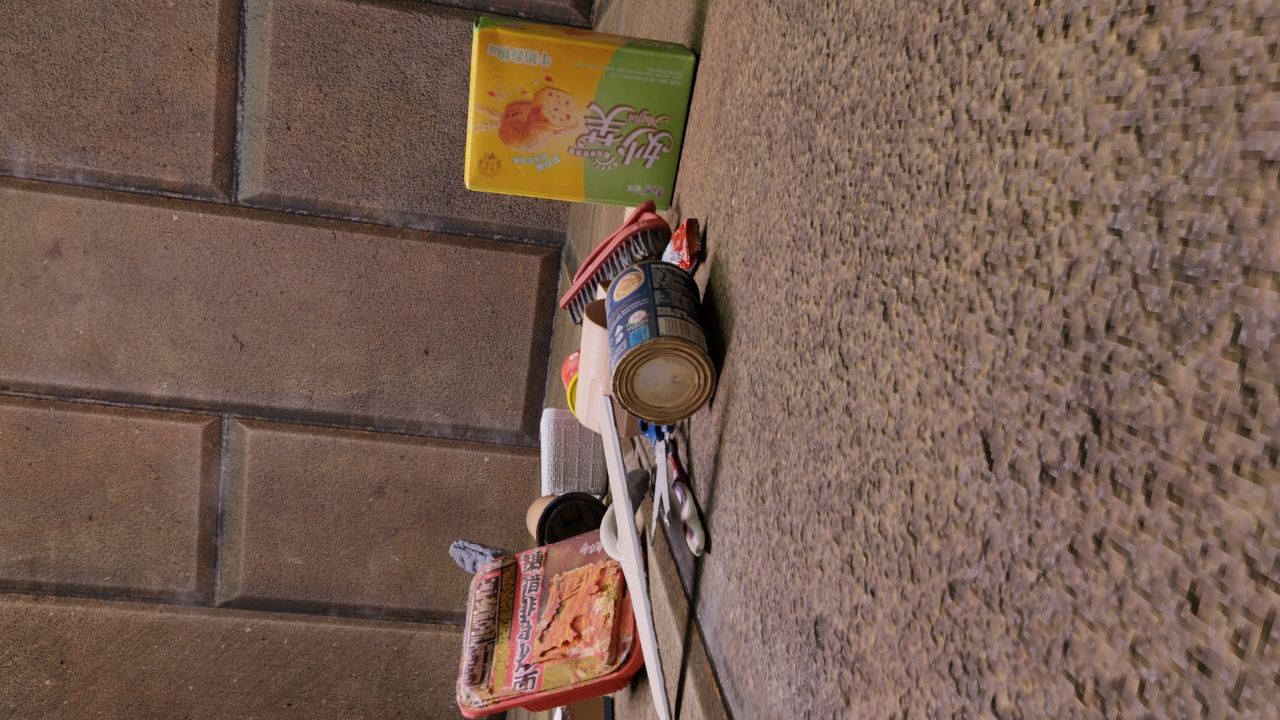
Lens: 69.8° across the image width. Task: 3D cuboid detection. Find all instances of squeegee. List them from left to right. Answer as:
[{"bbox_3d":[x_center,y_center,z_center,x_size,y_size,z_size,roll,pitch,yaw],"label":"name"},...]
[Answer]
[{"bbox_3d":[-0.012,0.128,0.746,0.246,0.039,0.246,-80,-20,-81],"label":"squeegee"}]

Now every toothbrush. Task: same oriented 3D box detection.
[{"bbox_3d":[0.027,0.097,0.694,0.187,0.017,0.016,-107,28,-71],"label":"toothbrush"}]

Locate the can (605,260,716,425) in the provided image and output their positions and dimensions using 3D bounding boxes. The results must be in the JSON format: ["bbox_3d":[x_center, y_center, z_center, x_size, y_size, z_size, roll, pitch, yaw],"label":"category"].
[{"bbox_3d":[0.013,-0.015,0.677,0.111,0.075,0.075,-96,15,-55],"label":"can"}]

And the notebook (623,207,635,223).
[{"bbox_3d":[-0.010,-0.152,1.164,0.149,0.012,0.212,-106,24,-66],"label":"notebook"}]

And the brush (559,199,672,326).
[{"bbox_3d":[-0.020,-0.095,0.913,0.146,0.063,0.069,-45,49,40],"label":"brush"}]

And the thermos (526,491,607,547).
[{"bbox_3d":[-0.091,0.199,1.095,0.143,0.093,0.093,173,104,-70],"label":"thermos"}]

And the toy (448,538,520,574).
[{"bbox_3d":[-0.111,0.282,1.039,0.357,0.137,0.091,21,83,54],"label":"toy"}]

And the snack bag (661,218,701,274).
[{"bbox_3d":[0.031,-0.079,0.776,0.105,0.026,0.045,116,150,-69],"label":"snack bag"}]

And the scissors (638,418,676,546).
[{"bbox_3d":[0.014,0.069,0.728,0.147,0.012,0.169,159,128,-70],"label":"scissors"}]

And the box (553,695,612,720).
[{"bbox_3d":[-0.069,0.429,0.967,0.089,0.059,0.185,-91,9,-45],"label":"box"}]

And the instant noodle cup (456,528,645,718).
[{"bbox_3d":[-0.070,0.246,0.849,0.164,0.189,0.079,-91,-24,-49],"label":"instant noodle cup"}]

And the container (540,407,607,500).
[{"bbox_3d":[-0.087,0.129,1.215,0.090,0.090,0.111,117,155,-69],"label":"container"}]

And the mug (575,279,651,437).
[{"bbox_3d":[-0.021,-0.003,0.845,0.124,0.084,0.104,-124,38,-57],"label":"mug"}]

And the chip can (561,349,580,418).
[{"bbox_3d":[-0.063,0.029,1.167,0.216,0.073,0.073,-139,56,-79],"label":"chip can"}]

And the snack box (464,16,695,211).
[{"bbox_3d":[-0.062,-0.241,0.902,0.070,0.210,0.158,-101,18,-61],"label":"snack box"}]
